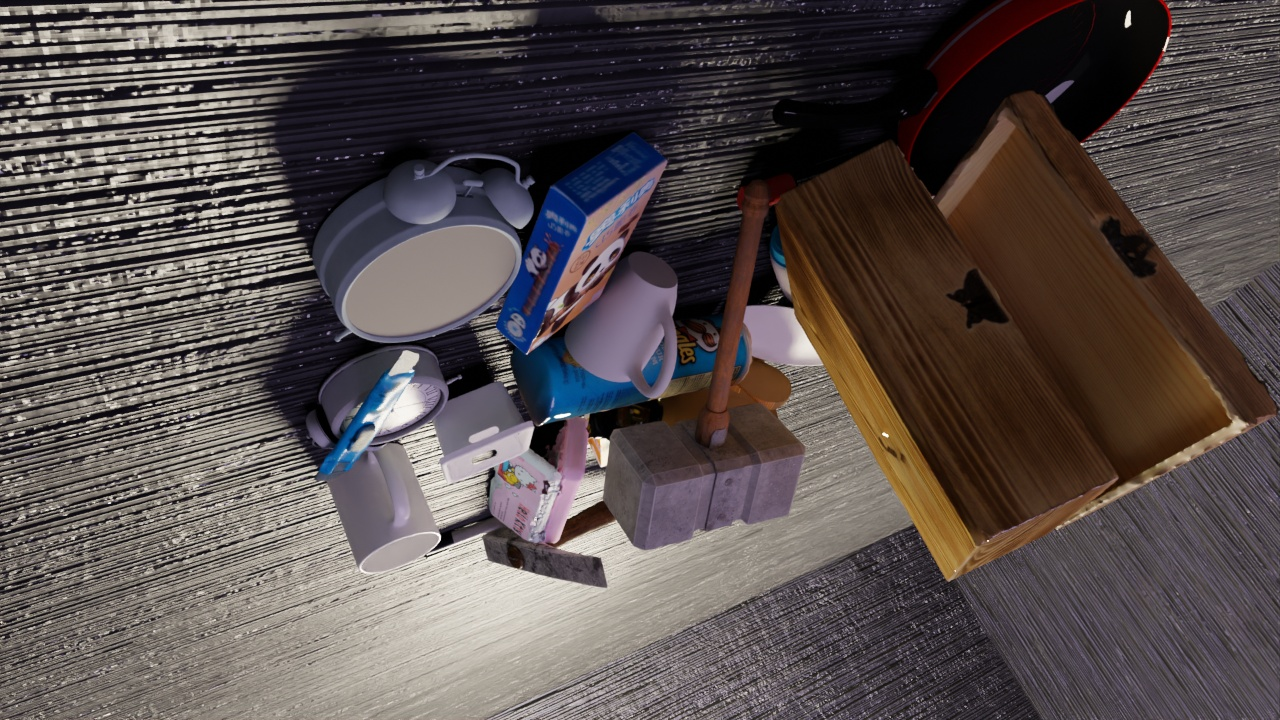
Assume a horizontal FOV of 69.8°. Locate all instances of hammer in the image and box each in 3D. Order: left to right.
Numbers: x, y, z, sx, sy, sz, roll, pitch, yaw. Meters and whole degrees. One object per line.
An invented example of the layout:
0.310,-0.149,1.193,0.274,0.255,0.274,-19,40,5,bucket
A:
-0.019,0.195,1.156,0.299,0.037,0.218,-20,-167,-41,hammer
0.070,0.002,0.762,0.162,0.083,0.318,-9,125,-25,hammer

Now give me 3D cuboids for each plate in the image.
0.143,-0.028,0.919,0.134,0.011,0.135,13,159,5,plate

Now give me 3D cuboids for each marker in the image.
-0.202,0.208,1.099,0.138,0.022,0.016,-16,149,-25,marker
0.145,-0.149,0.740,0.144,0.021,0.023,-20,179,-19,marker

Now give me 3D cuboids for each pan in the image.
0.234,-0.199,0.677,0.355,0.067,0.209,-7,151,-27,pan

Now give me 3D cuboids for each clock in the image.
-0.204,0.035,0.709,0.123,0.035,0.094,-38,155,20,clock
-0.128,-0.070,0.562,0.122,0.045,0.160,-5,150,-45,clock

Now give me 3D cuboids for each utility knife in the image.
-0.198,0.043,0.668,0.031,0.015,0.174,-11,151,-45,utility knife

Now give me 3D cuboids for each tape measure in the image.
-0.015,0.047,0.891,0.072,0.071,0.042,3,-172,-22,tape measure

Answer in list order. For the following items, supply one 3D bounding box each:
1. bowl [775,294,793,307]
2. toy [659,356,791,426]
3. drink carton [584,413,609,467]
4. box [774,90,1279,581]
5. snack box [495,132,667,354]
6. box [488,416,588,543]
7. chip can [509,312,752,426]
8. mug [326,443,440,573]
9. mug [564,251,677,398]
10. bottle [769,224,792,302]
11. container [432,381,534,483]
0.192,-0.050,0.933,0.114,0.060,0.114,14,160,5,bowl
0.079,0.106,1.011,0.198,0.162,0.204,-54,169,-47,toy
-0.025,0.068,0.979,0.058,0.041,0.123,-23,157,-12,drink carton
0.264,-0.005,0.705,0.215,0.279,0.257,-28,158,1,box
-0.043,-0.076,0.622,0.087,0.034,0.152,-43,171,-39,snack box
-0.118,0.132,0.984,0.095,0.087,0.202,8,148,-9,box
-0.005,0.005,0.828,0.229,0.079,0.080,-10,151,-37,chip can
-0.222,0.121,0.798,0.073,0.090,0.111,-15,154,-30,mug
-0.002,-0.026,0.722,0.071,0.107,0.090,-4,139,-41,mug
0.142,-0.092,0.817,0.051,0.051,0.146,-31,157,5,bottle
-0.141,0.062,0.794,0.080,0.049,0.129,-22,170,-14,container
